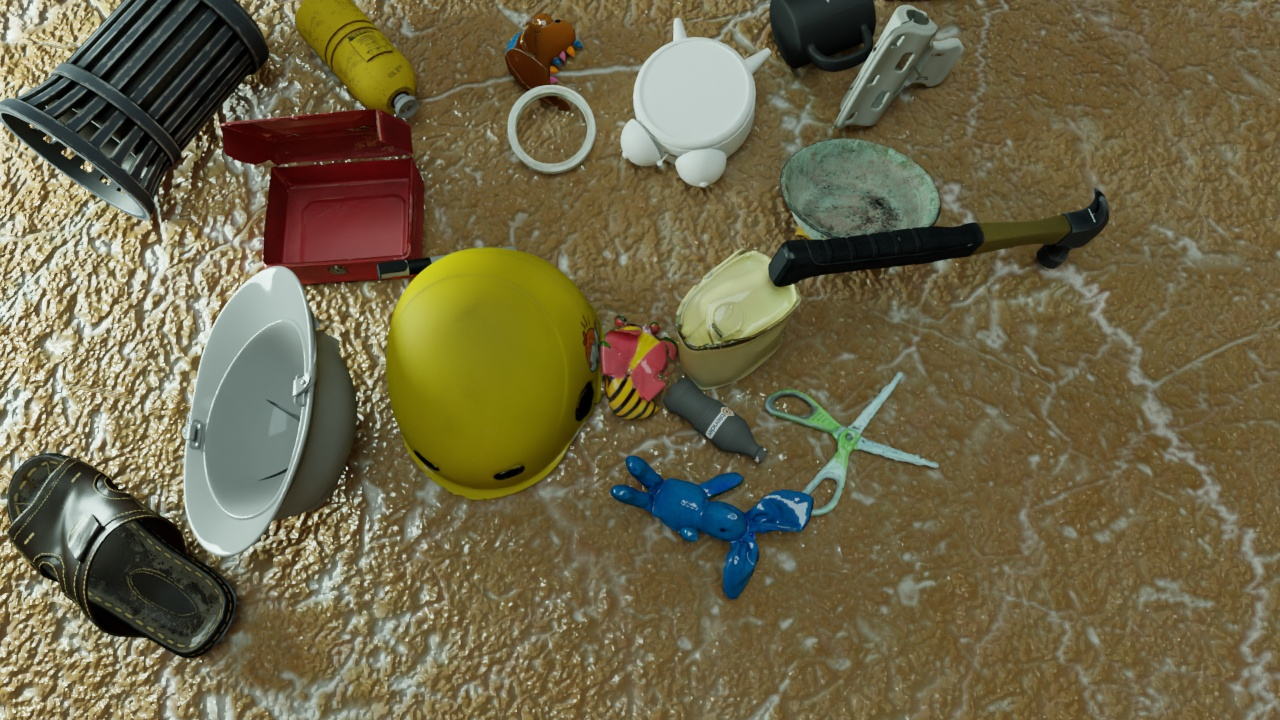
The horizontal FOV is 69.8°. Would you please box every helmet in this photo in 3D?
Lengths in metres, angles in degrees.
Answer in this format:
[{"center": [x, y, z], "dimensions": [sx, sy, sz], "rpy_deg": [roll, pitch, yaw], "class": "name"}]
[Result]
[{"center": [-0.322, 0.054, 0.858], "dimensions": [0.184, 0.117, 0.270], "rpy_deg": [-19, 62, 29], "class": "helmet"}, {"center": [-0.144, 0.000, 0.847], "dimensions": [0.209, 0.140, 0.239], "rpy_deg": [7, 73, 5], "class": "helmet"}]

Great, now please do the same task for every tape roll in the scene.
[{"center": [-0.094, -0.246, 0.977], "dimensions": [0.093, 0.013, 0.093], "rpy_deg": [0, 89, -2], "class": "tape roll"}]

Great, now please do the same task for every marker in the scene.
[{"center": [-0.192, -0.099, 0.923], "dimensions": [0.140, 0.016, 0.016], "rpy_deg": [-11, 70, -22], "class": "marker"}]

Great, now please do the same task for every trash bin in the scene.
[{"center": [-0.513, -0.287, 0.955], "dimensions": [0.164, 0.164, 0.227], "rpy_deg": [27, 72, 11], "class": "trash bin"}]

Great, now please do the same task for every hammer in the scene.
[{"center": [0.275, -0.106, 0.824], "dimensions": [0.332, 0.118, 0.025], "rpy_deg": [-8, 67, -17], "class": "hammer"}]

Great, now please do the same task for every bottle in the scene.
[{"center": [-0.300, -0.327, 0.998], "dimensions": [0.071, 0.071, 0.164], "rpy_deg": [-39, 74, -10], "class": "bottle"}, {"center": [0.073, 0.059, 0.870], "dimensions": [0.110, 0.036, 0.036], "rpy_deg": [36, 77, 13], "class": "bottle"}]

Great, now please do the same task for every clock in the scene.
[{"center": [0.057, -0.265, 0.967], "dimensions": [0.125, 0.073, 0.160], "rpy_deg": [22, 81, 10], "class": "clock"}]

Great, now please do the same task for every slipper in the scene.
[{"center": [-0.488, 0.175, 0.842], "dimensions": [0.268, 0.076, 0.112], "rpy_deg": [33, 76, 13], "class": "slipper"}]

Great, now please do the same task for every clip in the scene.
[{"center": [0.262, -0.305, 0.942], "dimensions": [0.142, 0.125, 0.072], "rpy_deg": [-34, 75, -34], "class": "clip"}]

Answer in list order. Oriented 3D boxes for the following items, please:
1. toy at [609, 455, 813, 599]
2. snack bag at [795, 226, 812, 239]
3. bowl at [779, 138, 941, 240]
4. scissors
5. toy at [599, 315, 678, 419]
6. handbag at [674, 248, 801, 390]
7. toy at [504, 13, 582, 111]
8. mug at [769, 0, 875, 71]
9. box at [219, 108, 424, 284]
[{"center": [0.056, 0.144, 0.829], "dimensions": [0.176, 0.071, 0.112], "rpy_deg": [22, 76, -1], "class": "toy"}, {"center": [0.209, -0.127, 0.932], "dimensions": [0.099, 0.020, 0.026], "rpy_deg": [16, 75, 8], "class": "snack bag"}, {"center": [0.214, -0.156, 0.913], "dimensions": [0.157, 0.039, 0.157], "rpy_deg": [2, 52, -2], "class": "bowl"}, {"center": [0.197, 0.078, 0.872], "dimensions": [0.171, 0.022, 0.173], "rpy_deg": [19, 69, 12], "class": "scissors"}, {"center": [-0.005, 0.005, 0.884], "dimensions": [0.084, 0.046, 0.103], "rpy_deg": [15, 72, -35], "class": "toy"}, {"center": [0.084, -0.035, 0.857], "dimensions": [0.111, 0.119, 0.081], "rpy_deg": [-37, 76, -9], "class": "handbag"}, {"center": [-0.096, -0.328, 1.008], "dimensions": [0.090, 0.071, 0.103], "rpy_deg": [-44, 98, -24], "class": "toy"}, {"center": [0.199, -0.351, 0.971], "dimensions": [0.088, 0.078, 0.113], "rpy_deg": [-22, 59, -4], "class": "mug"}, {"center": [-0.305, -0.157, 0.924], "dimensions": [0.157, 0.153, 0.168], "rpy_deg": [-5, 102, 3], "class": "box"}]
